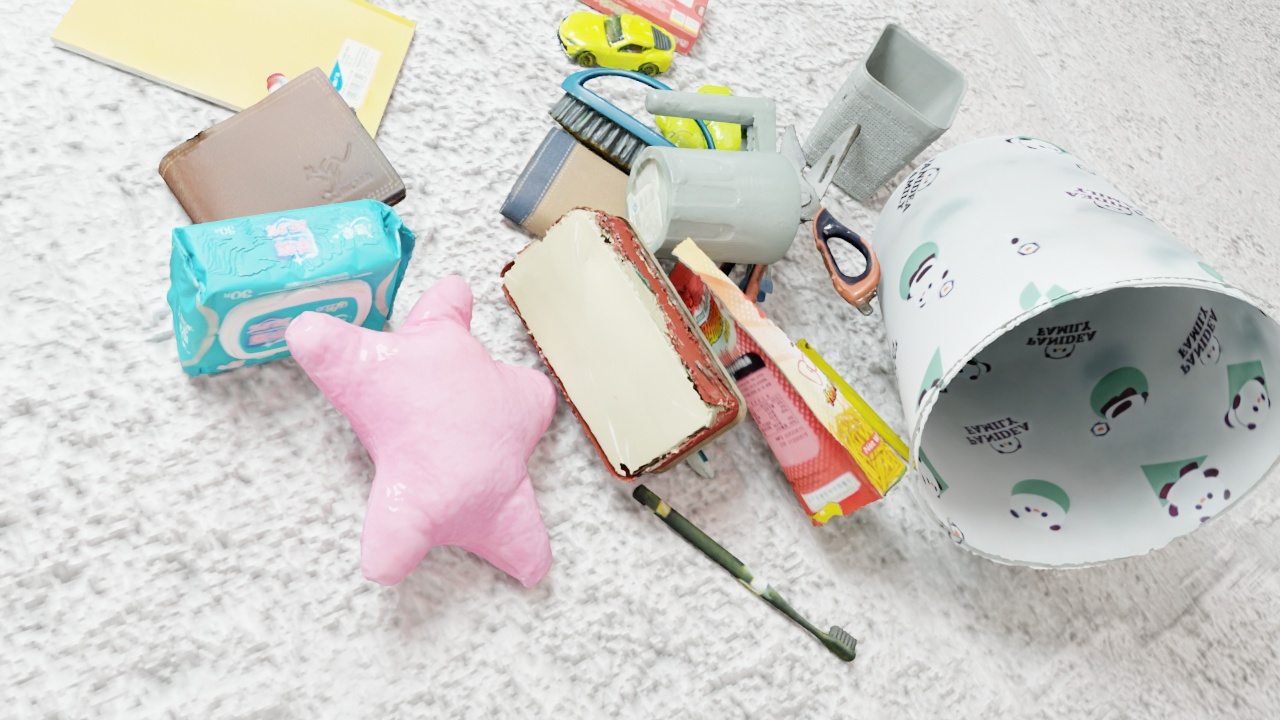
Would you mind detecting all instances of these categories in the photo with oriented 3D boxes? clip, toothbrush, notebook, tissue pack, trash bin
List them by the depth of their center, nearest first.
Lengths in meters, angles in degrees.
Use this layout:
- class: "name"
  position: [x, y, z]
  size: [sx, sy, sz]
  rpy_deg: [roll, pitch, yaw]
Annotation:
- class: "tissue pack"
  position: [-0.201, -0.042, 0.533]
  size: [0.133, 0.093, 0.050]
  rpy_deg: [-16, 67, -31]
- class: "toothbrush"
  position: [0.071, 0.140, 0.613]
  size: [0.186, 0.012, 0.017]
  rpy_deg: [38, 48, -2]
- class: "trash bin"
  position: [0.277, -0.024, 0.648]
  size: [0.229, 0.230, 0.251]
  rpy_deg: [21, 33, -14]
- class: "toothbrush"
  position: [-0.004, 0.004, 0.650]
  size: [0.018, 0.016, 0.191]
  rpy_deg: [-26, 76, -45]
- class: "notebook"
  position: [-0.277, -0.234, 0.653]
  size: [0.206, 0.010, 0.145]
  rpy_deg: [18, 57, -16]
- class: "toothbrush"
  position: [0.191, 0.052, 0.716]
  size: [0.190, 0.017, 0.015]
  rpy_deg: [45, 53, 3]
- class: "clip"
  position: [0.096, -0.075, 0.739]
  size: [0.025, 0.036, 0.057]
  rpy_deg: [20, 56, -8]

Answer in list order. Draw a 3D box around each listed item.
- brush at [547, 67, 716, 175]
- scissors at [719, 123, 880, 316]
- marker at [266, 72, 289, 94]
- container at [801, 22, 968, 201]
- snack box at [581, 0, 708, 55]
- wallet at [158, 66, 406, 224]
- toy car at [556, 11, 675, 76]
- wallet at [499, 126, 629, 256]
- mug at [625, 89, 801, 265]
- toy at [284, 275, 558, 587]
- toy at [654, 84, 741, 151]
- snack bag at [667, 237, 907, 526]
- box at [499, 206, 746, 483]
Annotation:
- class: "brush"
  position: [0.003, -0.180, 0.714]
  size: [0.144, 0.074, 0.055]
  rpy_deg: [33, 14, -7]
- class: "scissors"
  position: [0.127, -0.108, 0.726]
  size: [0.189, 0.015, 0.226]
  rpy_deg: [-29, 51, -1]
- class: "marker"
  position: [-0.216, -0.128, 0.611]
  size: [0.017, 0.017, 0.145]
  rpy_deg: [-20, 78, -33]
- class: "container"
  position: [0.209, -0.213, 0.809]
  size: [0.090, 0.115, 0.090]
  rpy_deg: [36, 54, -4]
- class: "snack box"
  position: [-0.013, -0.340, 0.828]
  size: [0.153, 0.026, 0.075]
  rpy_deg: [23, 55, -13]
- class: "wallet"
  position: [-0.225, -0.114, 0.581]
  size: [0.124, 0.032, 0.101]
  rpy_deg: [-37, 86, -15]
- class: "toy car"
  position: [-0.019, -0.275, 0.786]
  size: [0.105, 0.032, 0.048]
  rpy_deg: [0, 64, -24]
- class: "wallet"
  position: [-0.038, -0.115, 0.690]
  size: [0.115, 0.033, 0.090]
  rpy_deg: [30, 57, -9]
- class: "mug"
  position: [0.050, -0.132, 0.665]
  size: [0.103, 0.084, 0.124]
  rpy_deg: [-2, 91, -25]
- class: "toy"
  position: [-0.105, 0.045, 0.544]
  size: [0.178, 0.075, 0.194]
  rpy_deg: [-18, 85, -48]
- class: "toy"
  position: [0.060, -0.197, 0.781]
  size: [0.100, 0.031, 0.096]
  rpy_deg: [-4, 65, -22]
- class: "snack bag"
  position: [0.086, 0.013, 0.630]
  size: [0.073, 0.129, 0.208]
  rpy_deg: [-37, 87, -6]
- class: "box"
  position: [-0.014, -0.012, 0.593]
  size: [0.168, 0.091, 0.078]
  rpy_deg: [58, 22, 12]
